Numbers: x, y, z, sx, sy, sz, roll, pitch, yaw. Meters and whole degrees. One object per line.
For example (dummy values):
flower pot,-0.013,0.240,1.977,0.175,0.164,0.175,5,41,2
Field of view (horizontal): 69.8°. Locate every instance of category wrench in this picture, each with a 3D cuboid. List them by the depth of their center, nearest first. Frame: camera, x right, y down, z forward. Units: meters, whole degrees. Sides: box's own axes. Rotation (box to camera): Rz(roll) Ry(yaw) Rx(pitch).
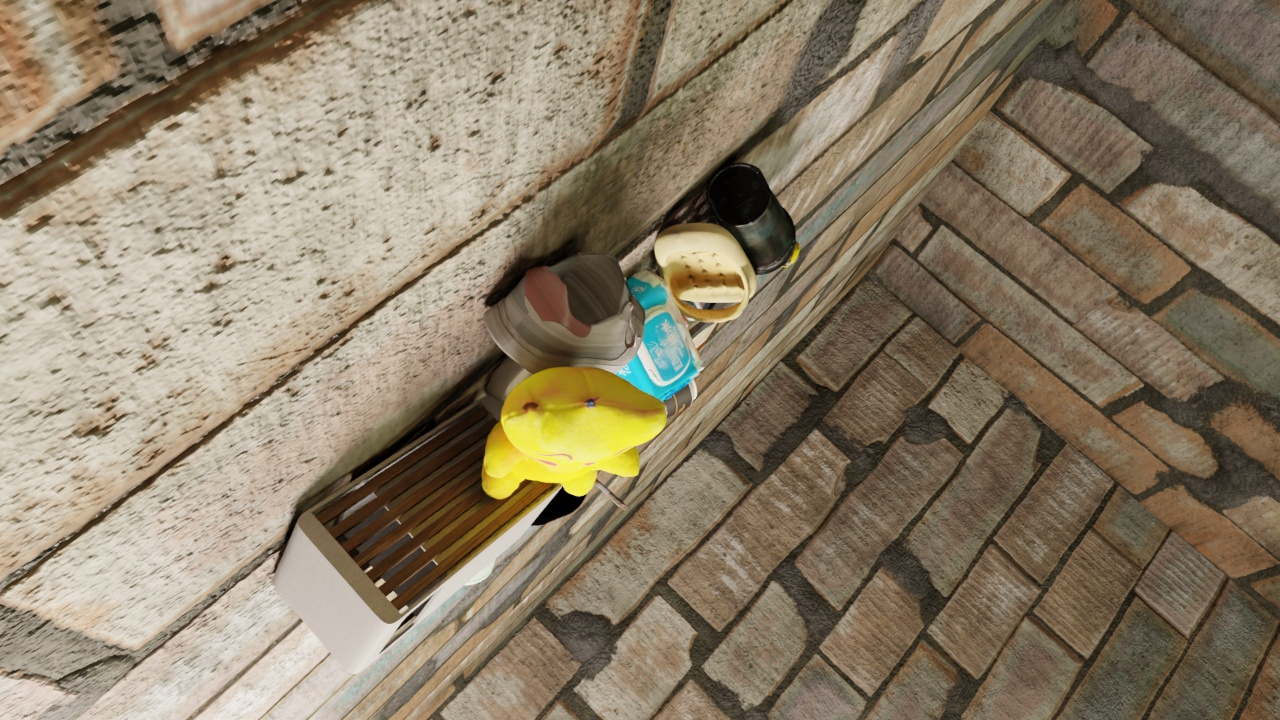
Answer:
wrench,0.050,-0.017,1.195,0.272,0.018,0.073,-43,172,-21

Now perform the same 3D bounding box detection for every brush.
brush,-0.073,0.158,1.283,0.008,0.143,0.045,-48,161,-5

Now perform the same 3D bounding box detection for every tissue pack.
tissue pack,0.010,-0.019,1.016,0.092,0.144,0.062,-40,-154,-29

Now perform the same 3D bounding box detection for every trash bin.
trash bin,-0.195,0.151,0.832,0.228,0.114,0.115,-36,169,-46

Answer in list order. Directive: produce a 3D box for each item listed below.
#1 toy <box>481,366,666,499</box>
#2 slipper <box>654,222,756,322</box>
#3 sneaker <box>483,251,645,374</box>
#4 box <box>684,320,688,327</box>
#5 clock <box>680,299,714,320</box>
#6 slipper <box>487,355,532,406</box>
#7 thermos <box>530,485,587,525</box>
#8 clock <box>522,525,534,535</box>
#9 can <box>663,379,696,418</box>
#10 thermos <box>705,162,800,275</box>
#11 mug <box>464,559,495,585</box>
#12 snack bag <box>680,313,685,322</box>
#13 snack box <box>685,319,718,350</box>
toy,-0.060,0.057,0.767,0.134,0.087,0.194,2,159,-18
slipper,0.072,-0.085,1.053,0.261,0.111,0.079,46,45,-74
sneaker,-0.037,-0.049,0.806,0.090,0.099,0.235,-39,170,23
box,-0.030,0.018,1.240,0.152,0.037,0.202,-19,150,-54
clock,0.094,-0.098,1.264,0.088,0.052,0.126,-35,163,-52
slipper,-0.081,0.037,0.985,0.113,0.080,0.266,-44,169,-4
thermos,-0.130,0.169,1.193,0.086,0.086,0.199,-43,-179,-21
clock,-0.159,0.207,1.357,0.118,0.057,0.083,-40,166,-32
can,0.006,0.054,1.222,0.128,0.072,0.072,-28,163,-22
thermos,0.130,-0.161,1.074,0.098,0.098,0.220,-48,165,3
mug,-0.219,0.205,1.085,0.111,0.084,0.104,-7,136,-29
snack bag,-0.007,0.006,1.103,0.082,0.082,0.176,31,81,-79
snack box,0.069,-0.042,1.395,0.142,0.041,0.147,-39,166,-39
